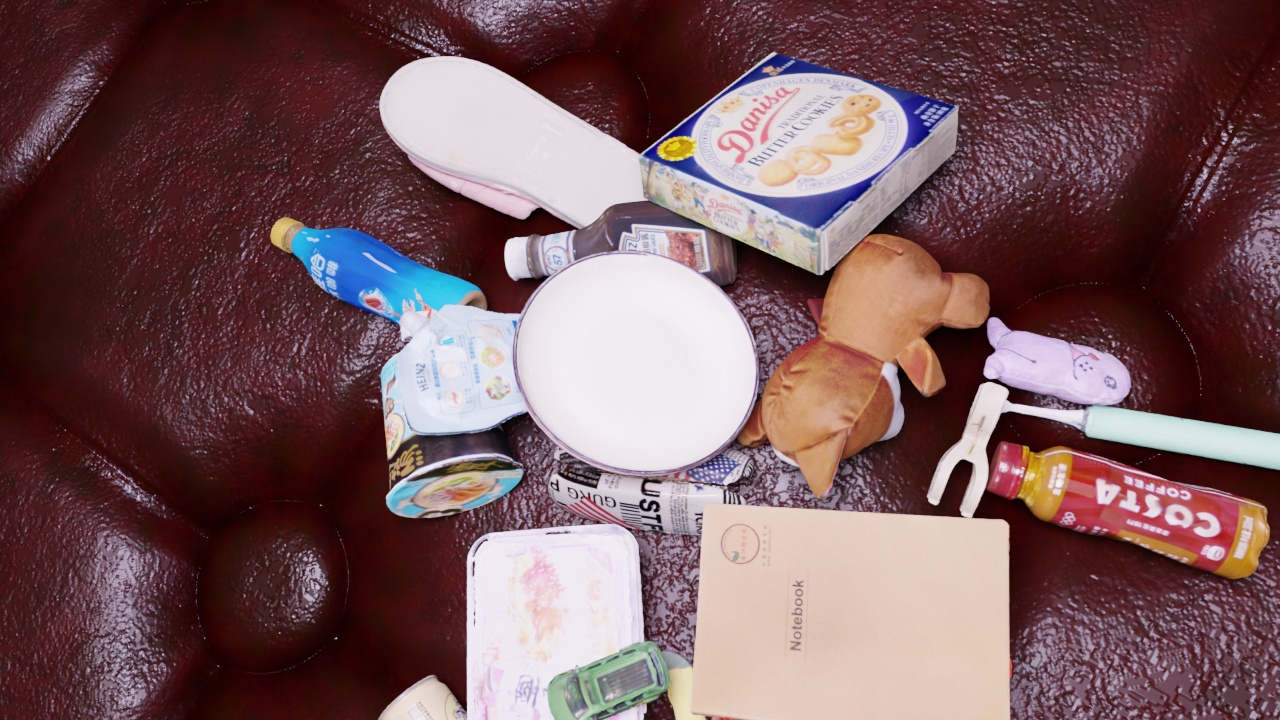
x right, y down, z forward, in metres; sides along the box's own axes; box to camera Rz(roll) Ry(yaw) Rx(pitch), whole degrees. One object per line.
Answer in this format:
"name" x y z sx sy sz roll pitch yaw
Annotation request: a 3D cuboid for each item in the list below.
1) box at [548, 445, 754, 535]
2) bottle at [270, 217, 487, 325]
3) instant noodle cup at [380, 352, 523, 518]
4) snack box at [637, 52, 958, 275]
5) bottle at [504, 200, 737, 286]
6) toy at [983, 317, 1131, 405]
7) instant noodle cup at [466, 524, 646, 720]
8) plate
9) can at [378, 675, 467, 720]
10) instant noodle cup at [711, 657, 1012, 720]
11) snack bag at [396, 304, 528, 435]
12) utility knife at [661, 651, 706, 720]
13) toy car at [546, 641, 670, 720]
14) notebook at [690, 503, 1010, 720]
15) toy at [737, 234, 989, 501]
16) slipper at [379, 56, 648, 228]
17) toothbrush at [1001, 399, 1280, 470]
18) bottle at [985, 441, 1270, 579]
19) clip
"box" 0.010 0.086 0.737 0.163 0.076 0.087 6 57 17
"bottle" -0.242 -0.077 0.828 0.219 0.065 0.065 26 82 18
"instant noodle cup" -0.167 0.054 0.762 0.111 0.111 0.120 -23 64 5
"snack box" 0.122 -0.163 0.725 0.182 0.046 0.177 30 60 33
"bottle" -0.018 -0.094 0.779 0.195 0.080 0.043 -3 31 12
"toy" 0.313 0.004 0.694 0.108 0.039 0.083 14 38 11
"instant noodle cup" -0.061 0.219 0.713 0.138 0.060 0.173 -6 76 10
"plate" -0.004 0.004 0.718 0.192 0.039 0.192 4 64 -9
"can" -0.147 0.307 0.709 0.058 0.058 0.116 -44 71 -2
"instant noodle cup" 0.149 0.244 0.651 0.164 0.079 0.189 29 88 22
"snack bag" -0.099 0.001 0.739 0.190 0.039 0.110 -6 74 -24
"utility knife" 0.046 0.317 0.684 0.031 0.021 0.198 -27 63 38
"toy car" -0.025 0.232 0.653 0.091 0.036 0.043 -26 73 8
"notebook" 0.139 0.176 0.624 0.208 0.008 0.147 1 76 18
"toy" 0.164 0.006 0.700 0.130 0.140 0.199 38 87 -23
"slipper" -0.107 -0.188 0.831 0.274 0.054 0.114 25 85 5
"toothbrush" 0.367 0.050 0.682 0.225 0.027 0.026 9 106 14
"bottle" 0.342 0.102 0.657 0.175 0.057 0.057 17 79 16
"clip" 0.244 0.068 0.675 0.035 0.081 0.105 23 109 16
